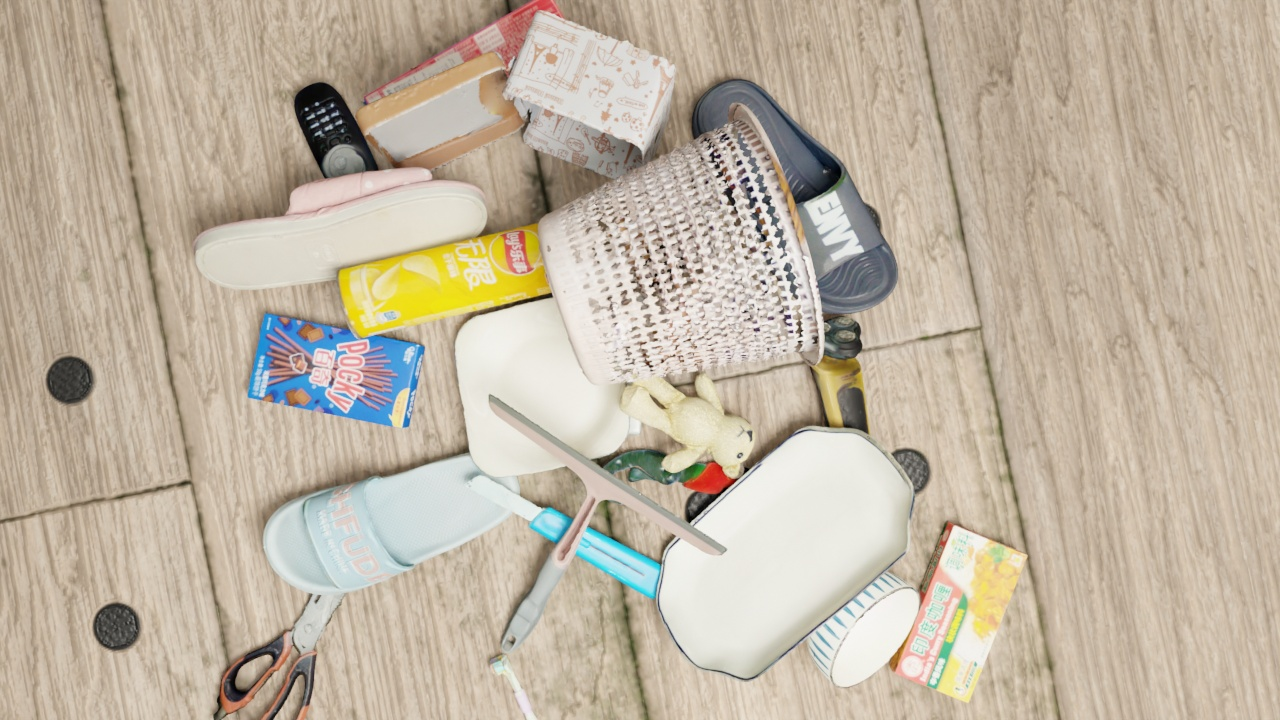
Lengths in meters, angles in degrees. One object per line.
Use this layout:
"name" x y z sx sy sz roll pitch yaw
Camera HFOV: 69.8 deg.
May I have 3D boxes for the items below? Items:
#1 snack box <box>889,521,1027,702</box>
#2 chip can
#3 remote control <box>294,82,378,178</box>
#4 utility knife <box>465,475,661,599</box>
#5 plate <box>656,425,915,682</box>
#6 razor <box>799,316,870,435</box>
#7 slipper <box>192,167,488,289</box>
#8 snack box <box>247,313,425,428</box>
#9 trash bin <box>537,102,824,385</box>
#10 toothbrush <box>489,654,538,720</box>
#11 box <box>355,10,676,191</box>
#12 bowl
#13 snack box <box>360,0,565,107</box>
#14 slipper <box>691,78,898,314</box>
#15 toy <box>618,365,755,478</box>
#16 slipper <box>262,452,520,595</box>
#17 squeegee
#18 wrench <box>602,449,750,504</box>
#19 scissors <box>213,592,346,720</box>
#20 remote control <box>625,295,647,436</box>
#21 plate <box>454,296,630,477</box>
"snack box" 0.309 0.245 0.895 0.077 0.027 0.155 22 89 2
"chip can" -0.173 -0.077 0.873 0.213 0.072 0.072 -15 89 -3
"remote control" -0.295 -0.207 0.904 0.053 0.024 0.136 -25 91 -2
"utility knife" -0.071 0.167 0.884 0.216 0.018 0.034 31 88 -10
"plate" 0.133 0.178 0.849 0.266 0.034 0.162 -43 51 7
"razor" 0.198 0.042 0.883 0.062 0.068 0.167 -14 96 -17
"slipper" -0.280 -0.127 0.865 0.274 0.114 0.054 -13 62 -2
"snack box" -0.298 0.010 0.901 0.157 0.026 0.084 11 89 0
"trash bin" 0.026 -0.076 0.768 0.192 0.227 0.227 -18 89 1
"toothbrush" -0.099 0.377 0.901 0.020 0.029 0.189 -27 91 -41
"box" -0.104 -0.223 0.827 0.274 0.179 0.125 -2 88 -1
"bowl" 0.199 0.242 0.866 0.116 0.116 0.066 -51 47 0
"snack box" -0.163 -0.275 0.889 0.207 0.057 0.058 -30 92 0
"slipper" 0.144 -0.158 0.874 0.111 0.083 0.268 -36 88 2
"toy" 0.046 0.052 0.859 0.157 0.066 0.105 31 61 -28
"slipper" -0.234 0.154 0.872 0.245 0.074 0.104 -19 90 -5
"squeegee" -0.077 0.185 0.860 0.248 0.040 0.250 32 117 8
"wrench" 0.095 0.124 0.903 0.273 0.016 0.056 5 93 1
"scissors" -0.346 0.273 0.903 0.196 0.015 0.205 -12 83 3
"remote control" -0.005 0.005 0.885 0.019 0.056 0.135 3 90 1
"plate" -0.092 0.024 0.883 0.164 0.034 0.163 -12 79 10
